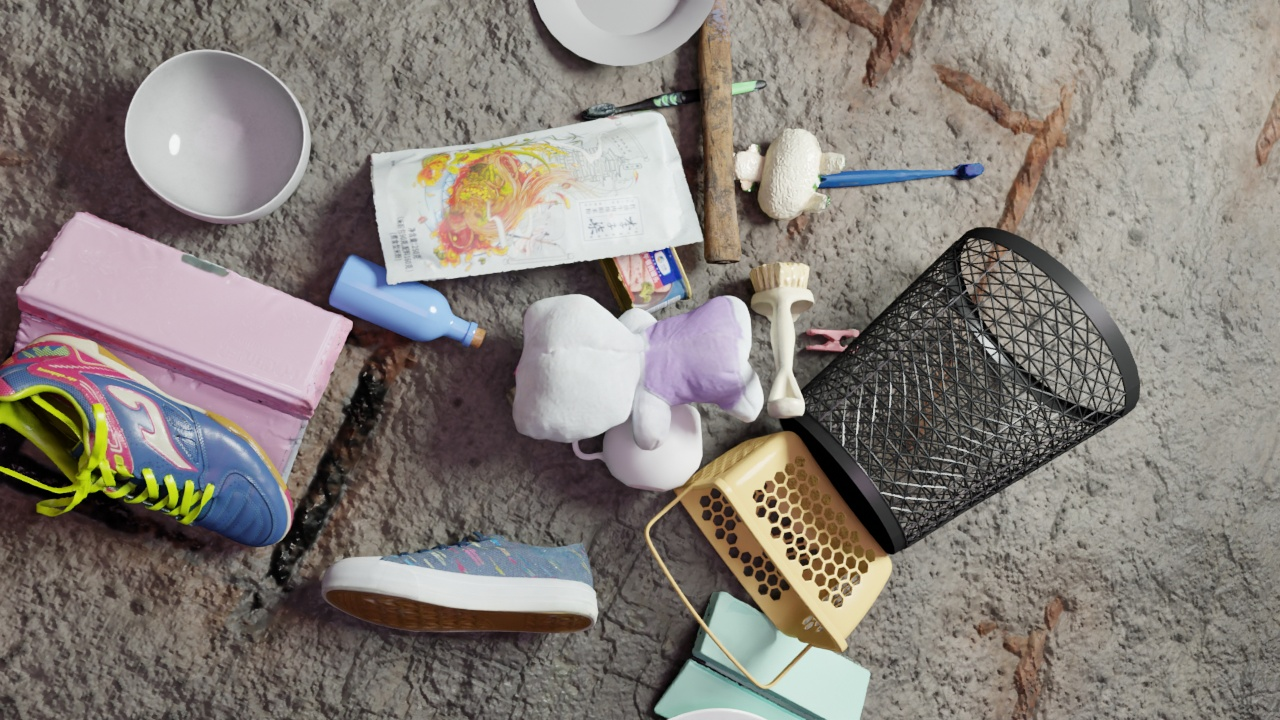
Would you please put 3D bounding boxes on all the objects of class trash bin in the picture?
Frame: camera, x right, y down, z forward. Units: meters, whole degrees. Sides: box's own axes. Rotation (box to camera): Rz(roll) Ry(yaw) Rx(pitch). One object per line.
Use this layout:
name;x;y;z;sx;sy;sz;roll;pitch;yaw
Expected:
trash bin;0.273;0.038;0.840;0.243;0.217;0.217;-37;100;-4

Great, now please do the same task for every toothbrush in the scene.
toothbrush;0.035;-0.247;0.863;0.187;0.017;0.014;-14;93;-15
toothbrush;0.259;-0.186;0.920;0.189;0.017;0.016;-6;92;-14

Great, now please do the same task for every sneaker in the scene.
sneaker;-0.154;0.189;0.806;0.235;0.088;0.079;7;55;-11
sneaker;-0.385;0.085;0.709;0.242;0.091;0.116;41;113;-21

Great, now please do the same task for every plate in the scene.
plate;-0.012;-0.350;0.825;0.173;0.019;0.173;0;92;8
plate;0.059;0.438;0.877;0.229;0.030;0.229;-1;94;-13

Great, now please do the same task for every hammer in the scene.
hammer;0.062;-0.254;0.851;0.120;0.033;0.330;-1;87;-10

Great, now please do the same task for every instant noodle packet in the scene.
instant noodle packet;-0.092;-0.145;0.795;0.269;0.057;0.146;-11;68;-8

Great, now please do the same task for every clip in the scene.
clip;0.190;-0.027;0.906;0.059;0.023;0.041;10;84;-20

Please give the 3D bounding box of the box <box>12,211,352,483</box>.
box;-0.373;-0.003;0.739;0.233;0.075;0.172;22;88;-13

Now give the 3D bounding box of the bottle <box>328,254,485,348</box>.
bottle;-0.197;-0.044;0.791;0.131;0.048;0.048;24;85;-14

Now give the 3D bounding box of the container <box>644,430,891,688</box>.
container;0.107;0.177;0.829;0.166;0.129;0.183;-39;94;-22

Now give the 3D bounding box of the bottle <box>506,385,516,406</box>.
bottle;-0.067;0.017;0.830;0.110;0.043;0.042;-32;99;-10

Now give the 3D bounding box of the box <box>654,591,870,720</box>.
box;0.122;0.322;0.887;0.187;0.056;0.138;29;78;-12

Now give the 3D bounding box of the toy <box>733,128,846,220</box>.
toy;0.138;-0.177;0.873;0.112;0.050;0.087;13;94;26

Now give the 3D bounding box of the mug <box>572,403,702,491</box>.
mug;-0.005;0.076;0.831;0.124;0.090;0.076;4;76;16

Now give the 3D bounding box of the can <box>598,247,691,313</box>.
can;-0.001;-0.089;0.838;0.059;0.054;0.100;-26;97;-11

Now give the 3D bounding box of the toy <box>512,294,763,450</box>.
toy;-0.005;0.004;0.766;0.209;0.086;0.137;-5;69;-2

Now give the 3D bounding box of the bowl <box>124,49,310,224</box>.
bowl;-0.337;-0.176;0.743;0.131;0.064;0.132;0;92;-14

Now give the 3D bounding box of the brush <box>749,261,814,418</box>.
brush;0.121;-0.022;0.778;0.062;0.271;0.077;-15;112;15
